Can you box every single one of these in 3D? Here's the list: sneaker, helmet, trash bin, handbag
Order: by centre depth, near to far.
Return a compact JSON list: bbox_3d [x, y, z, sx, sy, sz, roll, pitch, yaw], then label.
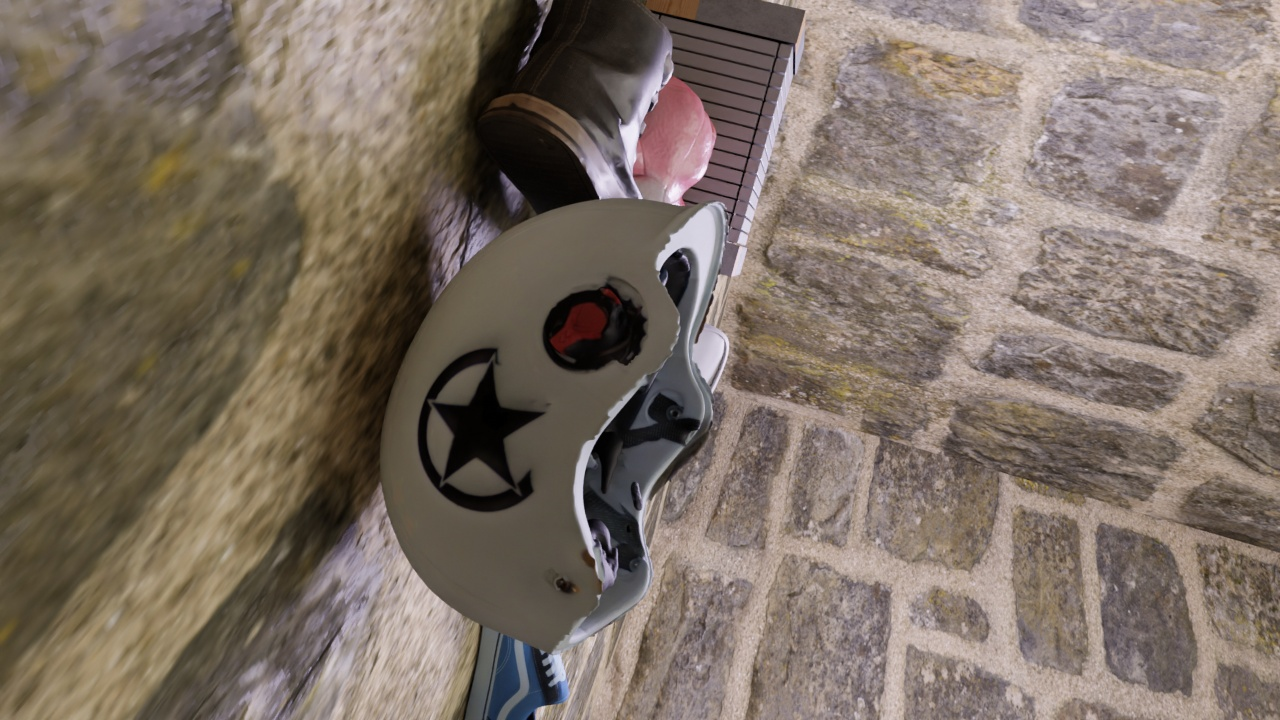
[{"bbox_3d":[-0.050,0.020,0.526,0.236,0.164,0.264,44,64,-78],"label":"helmet"},{"bbox_3d":[-0.021,-0.137,0.614,0.119,0.095,0.235,-67,153,-16],"label":"sneaker"},{"bbox_3d":[0.060,-0.222,0.914,0.142,0.142,0.247,-34,140,-78],"label":"trash bin"},{"bbox_3d":[-0.109,0.289,0.937,0.083,0.098,0.242,-53,158,-69],"label":"sneaker"},{"bbox_3d":[0.004,0.043,1.203,0.215,0.096,0.223,9,105,-42],"label":"handbag"}]

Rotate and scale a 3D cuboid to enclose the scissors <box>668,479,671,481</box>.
[{"bbox_3d":[-0.024,0.063,0.930,0.225,0.016,0.162,56,-46,45],"label":"scissors"}]

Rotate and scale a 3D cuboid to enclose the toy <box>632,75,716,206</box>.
[{"bbox_3d":[-0.003,-0.132,0.770,0.142,0.084,0.213,34,73,-44],"label":"toy"}]
